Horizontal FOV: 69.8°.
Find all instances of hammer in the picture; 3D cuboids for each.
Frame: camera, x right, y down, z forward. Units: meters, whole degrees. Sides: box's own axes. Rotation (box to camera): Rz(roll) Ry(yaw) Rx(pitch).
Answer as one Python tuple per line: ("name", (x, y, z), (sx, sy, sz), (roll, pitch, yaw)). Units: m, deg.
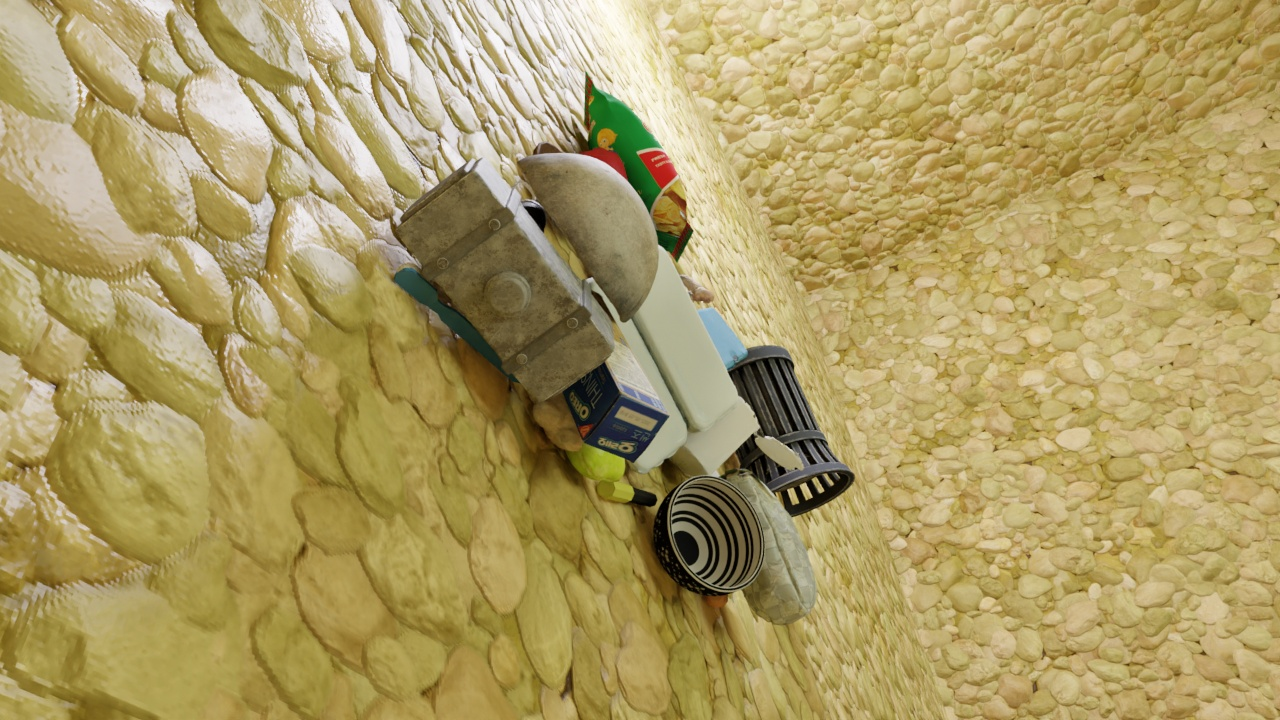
("hammer", (-0.106, -0.101, 0.808), (0.177, 0.079, 0.326), (52, 9, -18))

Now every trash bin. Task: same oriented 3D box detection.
("trash bin", (0.200, 0.104, 1.384), (0.164, 0.164, 0.227), (40, 27, -58))

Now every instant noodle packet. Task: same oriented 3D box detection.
("instant noodle packet", (-0.008, -0.261, 1.283), (0.252, 0.090, 0.196), (56, -7, 3))

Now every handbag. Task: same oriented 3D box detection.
("handbag", (0.119, 0.215, 1.020), (0.171, 0.123, 0.112), (67, 6, 19))

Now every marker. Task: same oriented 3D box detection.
("marker", (-0.011, 0.130, 0.900), (0.123, 0.017, 0.021), (33, 37, -66))

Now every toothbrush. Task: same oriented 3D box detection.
("toothbrush", (-0.135, -0.025, 0.718), (0.166, 0.016, 0.014), (48, 21, -50))

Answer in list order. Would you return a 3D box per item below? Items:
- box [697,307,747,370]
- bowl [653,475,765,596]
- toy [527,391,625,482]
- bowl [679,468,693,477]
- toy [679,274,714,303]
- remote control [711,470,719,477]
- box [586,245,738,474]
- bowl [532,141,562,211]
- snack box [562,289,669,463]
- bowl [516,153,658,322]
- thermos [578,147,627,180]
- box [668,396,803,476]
("box", (0.079, -0.018, 1.170), (0.093, 0.052, 0.231), (50, 15, 4))
("bowl", (0.060, 0.185, 0.939), (0.120, 0.067, 0.120), (17, 56, -27))
("toy", (-0.056, 0.058, 0.808), (0.115, 0.046, 0.092), (39, 28, -43))
("bowl", (0.057, 0.040, 1.181), (0.188, 0.060, 0.219), (44, 26, -54))
("toy", (0.044, -0.108, 1.325), (0.106, 0.085, 0.074), (57, -6, 0))
("remote control", (0.116, 0.188, 1.246), (0.131, 0.012, 0.033), (56, 21, -33))
("box", (0.009, -0.006, 0.976), (0.188, 0.037, 0.209), (-31, 96, -46))
("bowl", (-0.094, -0.195, 1.065), (0.118, 0.030, 0.117), (49, 24, -31))
("snack box", (-0.041, 0.003, 0.800), (0.056, 0.057, 0.206), (26, 20, -32))
("bowl", (-0.033, -0.128, 0.857), (0.178, 0.081, 0.178), (58, 3, -5))
("thermos", (-0.037, -0.157, 1.132), (0.073, 0.073, 0.239), (45, 27, -53))
("box", (0.105, 0.110, 1.079), (0.150, 0.106, 0.080), (44, -14, 2))
